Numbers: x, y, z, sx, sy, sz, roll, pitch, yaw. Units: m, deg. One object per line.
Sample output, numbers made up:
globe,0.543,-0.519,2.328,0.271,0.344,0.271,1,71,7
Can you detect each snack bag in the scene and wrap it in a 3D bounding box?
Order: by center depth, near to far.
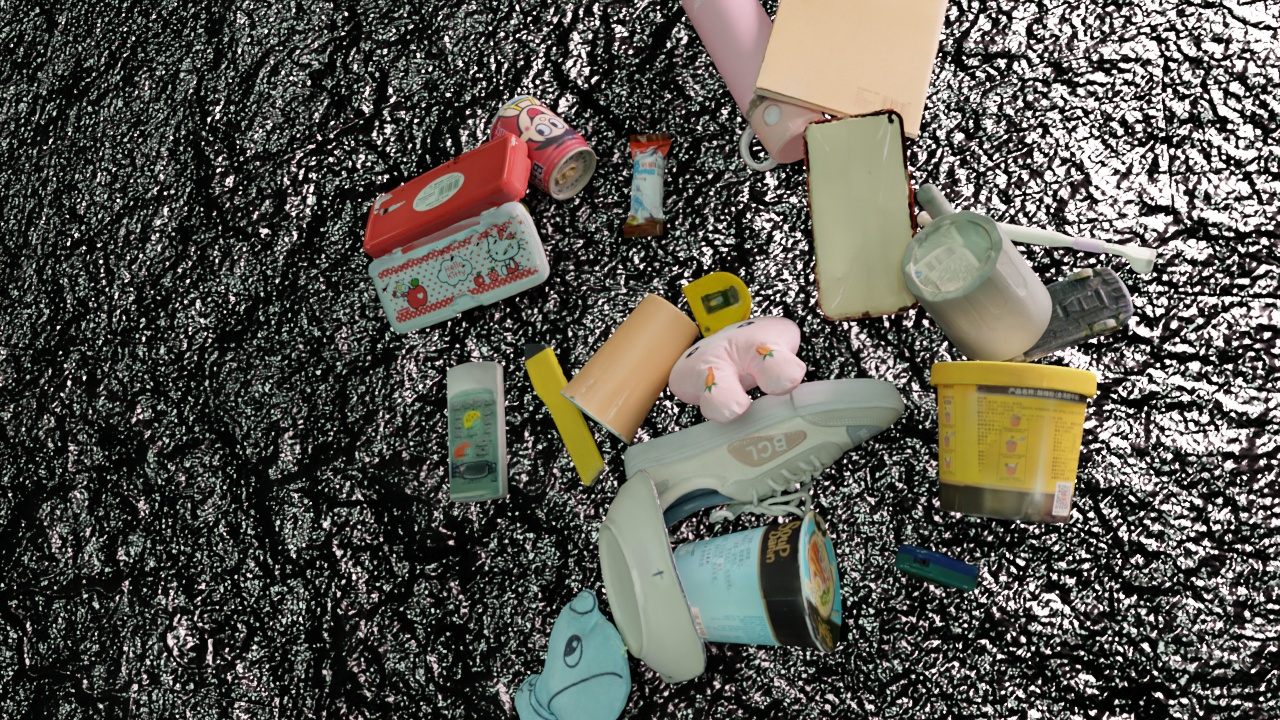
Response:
snack bag,0.006,-0.170,0.889,0.048,0.026,0.104,1,77,29

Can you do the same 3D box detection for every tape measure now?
tape measure,0.230,0.164,0.726,0.058,0.054,0.025,21,79,-12
tape measure,0.072,-0.053,0.840,0.057,0.029,0.060,-25,71,9

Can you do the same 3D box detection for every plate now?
plate,-0.002,0.179,0.740,0.034,0.164,0.164,-11,71,-16

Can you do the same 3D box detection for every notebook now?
notebook,0.199,-0.311,0.832,0.149,0.012,0.211,17,73,1

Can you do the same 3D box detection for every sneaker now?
sneaker,0.105,0.087,0.762,0.242,0.089,0.090,-19,64,14

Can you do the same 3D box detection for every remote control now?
remote control,-0.158,0.068,0.887,0.056,0.019,0.135,-8,75,15

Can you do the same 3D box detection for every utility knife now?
utility knife,-0.073,0.047,0.868,0.033,0.015,0.153,-31,71,15

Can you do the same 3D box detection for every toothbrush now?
toothbrush,0.330,-0.103,0.777,0.190,0.020,0.029,15,52,21

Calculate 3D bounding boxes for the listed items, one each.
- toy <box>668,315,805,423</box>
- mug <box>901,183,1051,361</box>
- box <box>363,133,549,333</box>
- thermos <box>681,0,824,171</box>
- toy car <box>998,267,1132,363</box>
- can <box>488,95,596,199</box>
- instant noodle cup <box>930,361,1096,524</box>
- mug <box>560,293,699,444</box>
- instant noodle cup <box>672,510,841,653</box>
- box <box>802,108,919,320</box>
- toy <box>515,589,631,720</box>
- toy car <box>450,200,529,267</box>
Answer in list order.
toy,0.083,0.005,0.762,0.121,0.159,0.054,-28,105,1
mug,0.260,-0.073,0.729,0.084,0.103,0.123,-29,49,27
box,-0.186,-0.121,0.893,0.202,0.065,0.159,-17,76,29
thermos,0.101,-0.274,0.868,0.087,0.067,0.198,-37,68,35
toy car,0.336,-0.033,0.750,0.121,0.036,0.054,-23,69,21
can,-0.096,-0.210,0.908,0.094,0.066,0.066,43,92,21
instant noodle cup,0.282,0.063,0.705,0.118,0.118,0.114,3,85,18
mug,-0.005,0.005,0.829,0.078,0.078,0.122,35,84,21
instant noodle cup,0.090,0.183,0.744,0.121,0.111,0.111,-11,74,24
box,0.183,-0.120,0.771,0.091,0.077,0.168,-6,93,15
toy,-0.056,0.279,0.772,0.157,0.049,0.161,-26,63,39
toy car,-0.153,-0.122,0.924,0.105,0.032,0.048,-41,63,17
